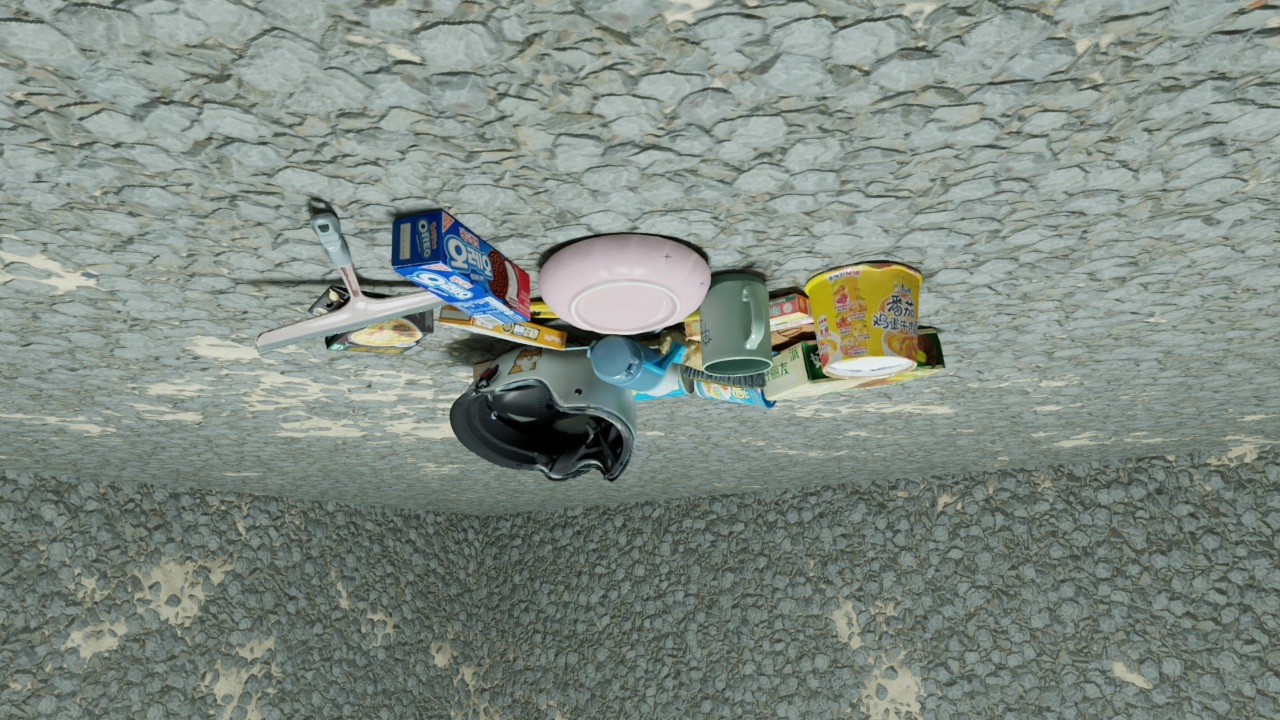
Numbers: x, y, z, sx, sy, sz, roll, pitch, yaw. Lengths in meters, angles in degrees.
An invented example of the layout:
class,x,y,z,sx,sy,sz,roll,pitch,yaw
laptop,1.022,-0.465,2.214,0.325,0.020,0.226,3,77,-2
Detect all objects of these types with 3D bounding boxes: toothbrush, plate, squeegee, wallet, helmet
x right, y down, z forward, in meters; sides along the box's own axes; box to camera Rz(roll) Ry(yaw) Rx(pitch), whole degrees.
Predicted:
class,x,y,z,sx,sy,sz,roll,pitch,yaw
toothbrush,0.049,-0.053,1.149,0.190,0.015,0.016,-12,165,16
plate,-0.017,-0.072,1.016,0.192,0.039,0.193,-2,155,-1
squeegee,-0.309,-0.099,0.956,0.247,0.040,0.250,-15,162,-11
wallet,0.221,-0.037,1.260,0.107,0.031,0.132,5,163,-29
helmet,-0.125,0.058,1.322,0.275,0.156,0.230,-3,139,31

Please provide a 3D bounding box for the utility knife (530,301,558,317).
class,x,y,z,sx,sy,sz,roll,pitch,yaw
utility knife,-0.105,-0.060,1.132,0.171,0.015,0.033,1,153,19

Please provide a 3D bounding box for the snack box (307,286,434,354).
class,x,y,z,sx,sy,sz,roll,pitch,yaw
snack box,-0.336,-0.047,1.143,0.125,0.053,0.113,2,166,-33

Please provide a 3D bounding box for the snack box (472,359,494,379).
class,x,y,z,sx,sy,sz,roll,pitch,yaw
snack box,-0.181,0.025,1.462,0.085,0.026,0.157,-13,161,37

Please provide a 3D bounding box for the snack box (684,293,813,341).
class,x,y,z,sx,sy,sz,roll,pitch,yaw
snack box,0.142,-0.052,1.173,0.156,0.027,0.077,-13,169,30

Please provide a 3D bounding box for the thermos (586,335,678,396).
class,x,y,z,sx,sy,sz,roll,pitch,yaw
thermos,-0.007,0.007,1.220,0.070,0.070,0.220,-6,172,17

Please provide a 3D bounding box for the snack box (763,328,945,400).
class,x,y,z,sx,sy,sz,roll,pitch,yaw
snack box,0.297,0.007,1.289,0.239,0.063,0.115,-6,169,-25

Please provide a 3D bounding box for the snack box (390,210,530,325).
class,x,y,z,sx,sy,sz,roll,pitch,yaw
snack box,-0.181,-0.090,0.960,0.057,0.058,0.207,-6,165,17

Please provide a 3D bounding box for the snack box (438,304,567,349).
class,x,y,z,sx,sy,sz,roll,pitch,yaw
snack box,-0.174,-0.042,1.171,0.075,0.026,0.153,8,175,44

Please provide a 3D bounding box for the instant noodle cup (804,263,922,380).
class,x,y,z,sx,sy,sz,roll,pitch,yaw
instant noodle cup,0.267,-0.041,1.087,0.138,0.109,0.138,0,165,0

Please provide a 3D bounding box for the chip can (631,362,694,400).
class,x,y,z,sx,sy,sz,roll,pitch,yaw
chip can,-0.024,0.030,1.408,0.211,0.071,0.071,-9,164,24

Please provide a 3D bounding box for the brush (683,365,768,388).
class,x,y,z,sx,sy,sz,roll,pitch,yaw
brush,0.118,-0.001,1.288,0.055,0.073,0.144,-3,-171,-43

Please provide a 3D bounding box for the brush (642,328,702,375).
class,x,y,z,sx,sy,sz,roll,pitch,yaw
brush,0.042,-0.005,1.168,0.083,0.046,0.254,27,-167,9

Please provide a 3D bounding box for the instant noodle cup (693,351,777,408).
class,x,y,z,sx,sy,sz,roll,pitch,yaw
instant noodle cup,0.142,0.021,1.367,0.110,0.099,0.099,1,168,28

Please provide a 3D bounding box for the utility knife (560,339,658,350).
class,x,y,z,sx,sy,sz,roll,pitch,yaw
utility knife,-0.029,-0.019,1.251,0.211,0.022,0.031,-12,179,-44

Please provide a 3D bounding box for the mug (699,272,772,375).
class,x,y,z,sx,sy,sz,roll,pitch,yaw
mug,0.114,-0.046,1.059,0.082,0.106,0.112,3,165,-15

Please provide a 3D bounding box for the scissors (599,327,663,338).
class,x,y,z,sx,sy,sz,roll,pitch,yaw
scissors,-0.003,-0.053,1.201,0.170,0.019,0.181,3,164,-21
